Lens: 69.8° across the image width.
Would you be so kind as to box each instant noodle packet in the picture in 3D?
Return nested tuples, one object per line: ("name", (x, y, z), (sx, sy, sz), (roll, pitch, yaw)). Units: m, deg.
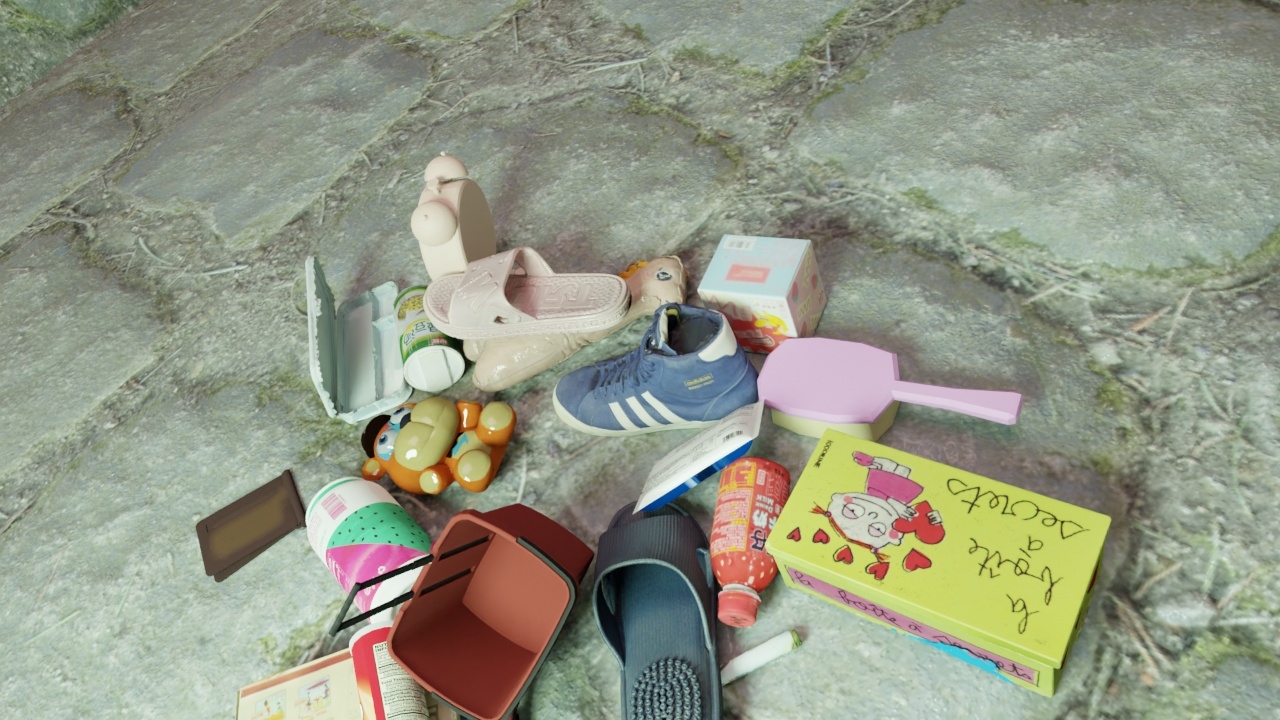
("instant noodle packet", (0.053, 0.084, 0.817), (0.134, 0.026, 0.086), (-35, 8, 19))

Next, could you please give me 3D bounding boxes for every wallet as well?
("wallet", (-0.427, 0.180, 1.008), (0.115, 0.018, 0.091), (-34, 46, -8))

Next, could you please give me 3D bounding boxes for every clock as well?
("clock", (-0.205, -0.150, 1.083), (0.086, 0.160, 0.130), (-10, 49, 16))

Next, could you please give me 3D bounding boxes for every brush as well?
("brush", (0.218, 0.033, 0.819), (0.229, 0.043, 0.089), (9, 57, 30))

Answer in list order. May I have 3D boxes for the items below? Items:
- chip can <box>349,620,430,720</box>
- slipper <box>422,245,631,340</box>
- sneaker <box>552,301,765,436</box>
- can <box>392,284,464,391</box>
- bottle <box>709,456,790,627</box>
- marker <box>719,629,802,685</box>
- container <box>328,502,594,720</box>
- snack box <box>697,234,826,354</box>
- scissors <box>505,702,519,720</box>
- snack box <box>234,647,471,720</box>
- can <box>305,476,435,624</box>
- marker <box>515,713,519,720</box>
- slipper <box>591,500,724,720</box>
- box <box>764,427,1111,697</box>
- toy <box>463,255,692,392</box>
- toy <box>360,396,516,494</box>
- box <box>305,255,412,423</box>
("chip can", (-0.178, 0.302, 0.691), (0.052, 0.052, 0.214), (-28, 48, 0))
("slipper", (-0.129, -0.074, 0.966), (0.240, 0.064, 0.094), (2, 46, 19))
("sneaker", (-0.004, 0.006, 0.890), (0.233, 0.118, 0.091), (2, 53, 26))
("can", (-0.247, -0.027, 1.063), (0.067, 0.067, 0.120), (-26, 46, 2))
("bottle", (0.089, 0.152, 0.766), (0.062, 0.062, 0.137), (-3, 53, 22))
("marker", (0.060, 0.251, 0.727), (0.146, 0.017, 0.017), (-26, 46, 1))
("container", (-0.125, 0.194, 0.703), (0.127, 0.200, 0.148), (31, 100, 10))
("snack box", (0.122, -0.063, 0.908), (0.093, 0.095, 0.079), (9, 57, 29))
("scissors", (-0.084, 0.335, 0.698), (0.179, 0.015, 0.196), (-19, 49, -10))
("snack box", (-0.240, 0.323, 0.774), (0.207, 0.055, 0.153), (-21, 48, 5))
("can", (-0.249, 0.183, 0.873), (0.088, 0.088, 0.166), (-44, 48, -15))
("marker", (-0.096, 0.348, 0.713), (0.019, 0.019, 0.145), (-22, 47, 6))
("slipper", (0.011, 0.197, 0.736), (0.101, 0.082, 0.263), (-18, 39, 8))
("box", (0.223, 0.147, 0.696), (0.221, 0.083, 0.124), (18, 61, 36))
("toy", (-0.080, -0.063, 1.022), (0.264, 0.065, 0.196), (-30, 51, -4))
("toy", (-0.210, 0.089, 0.941), (0.176, 0.096, 0.111), (-8, 46, 33))
("box", (-0.331, -0.029, 1.098), (0.105, 0.130, 0.211), (-15, 53, -6))
